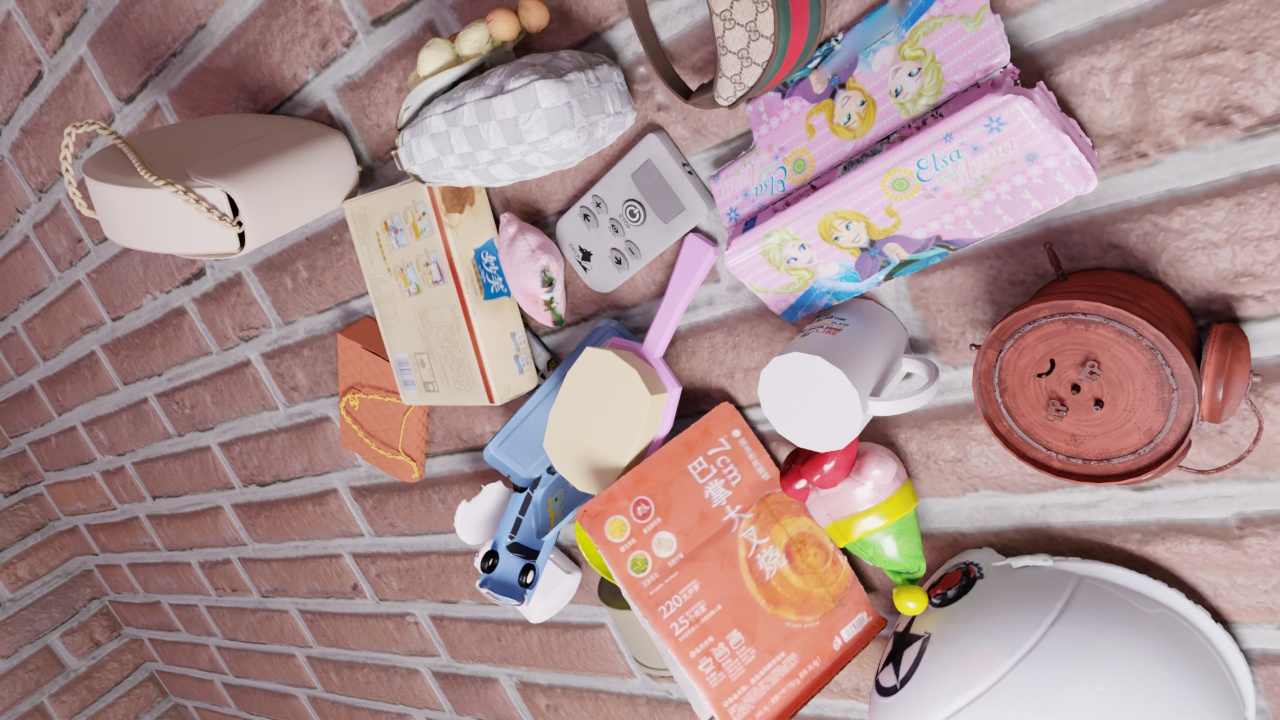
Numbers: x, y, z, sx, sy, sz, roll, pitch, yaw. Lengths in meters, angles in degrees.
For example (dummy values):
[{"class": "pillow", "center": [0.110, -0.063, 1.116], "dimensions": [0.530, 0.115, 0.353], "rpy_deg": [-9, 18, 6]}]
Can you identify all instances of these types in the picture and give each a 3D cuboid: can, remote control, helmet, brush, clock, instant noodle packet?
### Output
[{"class": "can", "center": [0.034, 0.210, 0.819], "dimensions": [0.128, 0.127, 0.073], "rpy_deg": [-10, 112, 42]}, {"class": "remote control", "center": [-0.011, -0.111, 0.725], "dimensions": [0.074, 0.019, 0.151], "rpy_deg": [54, 136, -3]}, {"class": "helmet", "center": [0.276, 0.267, 0.639], "dimensions": [0.236, 0.163, 0.265], "rpy_deg": [44, 135, 6]}, {"class": "brush", "center": [-0.004, 0.004, 0.725], "dimensions": [0.089, 0.043, 0.229], "rpy_deg": [37, 116, 26]}, {"class": "clock", "center": [0.278, 0.014, 0.536], "dimensions": [0.158, 0.072, 0.121], "rpy_deg": [36, 134, 16]}, {"class": "instant noodle packet", "center": [0.069, 0.165, 0.727], "dimensions": [0.221, 0.164, 0.084], "rpy_deg": [58, 160, -8]}]

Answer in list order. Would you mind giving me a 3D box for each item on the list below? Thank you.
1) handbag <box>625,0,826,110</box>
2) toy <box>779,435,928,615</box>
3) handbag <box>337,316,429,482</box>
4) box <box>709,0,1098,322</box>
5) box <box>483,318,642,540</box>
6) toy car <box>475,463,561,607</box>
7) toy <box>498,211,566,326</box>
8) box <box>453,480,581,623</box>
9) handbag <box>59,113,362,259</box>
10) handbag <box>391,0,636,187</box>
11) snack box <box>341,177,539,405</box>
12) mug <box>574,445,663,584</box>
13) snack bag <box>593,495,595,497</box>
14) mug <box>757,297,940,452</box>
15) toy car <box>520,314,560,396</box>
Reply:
[{"class": "handbag", "center": [0.037, -0.242, 0.577], "dimensions": [0.139, 0.063, 0.166], "rpy_deg": [-10, 108, 51]}, {"class": "toy", "center": [0.163, 0.119, 0.687], "dimensions": [0.131, 0.096, 0.124], "rpy_deg": [36, 147, -4]}, {"class": "handbag", "center": [-0.286, 0.053, 1.026], "dimensions": [0.109, 0.060, 0.172], "rpy_deg": [28, 131, 17]}, {"class": "box", "center": [0.137, -0.121, 0.570], "dimensions": [0.231, 0.066, 0.159], "rpy_deg": [-26, 99, 45]}, {"class": "box", "center": [-0.053, 0.065, 0.824], "dimensions": [0.210, 0.049, 0.120], "rpy_deg": [-46, 71, 32]}, {"class": "toy car", "center": [-0.109, 0.168, 0.908], "dimensions": [0.056, 0.153, 0.055], "rpy_deg": [15, 163, 21]}, {"class": "toy", "center": [-0.093, -0.081, 0.784], "dimensions": [0.093, 0.050, 0.102], "rpy_deg": [60, 166, 26]}, {"class": "box", "center": [-0.129, 0.201, 0.964], "dimensions": [0.136, 0.083, 0.144], "rpy_deg": [39, 161, 14]}, {"class": "handbag", "center": [-0.390, -0.175, 0.850], "dimensions": [0.209, 0.210, 0.103], "rpy_deg": [13, 124, 23]}, {"class": "handbag", "center": [-0.094, -0.195, 0.675], "dimensions": [0.172, 0.112, 0.123], "rpy_deg": [-1, 109, 40]}, {"class": "snack box", "center": [-0.186, -0.064, 0.846], "dimensions": [0.154, 0.055, 0.207], "rpy_deg": [-3, 106, 44]}, {"class": "mug", "center": [0.006, 0.136, 0.808], "dimensions": [0.083, 0.105, 0.083], "rpy_deg": [20, 128, 28]}, {"class": "snack bag", "center": [-0.028, 0.128, 0.885], "dimensions": [0.070, 0.016, 0.196], "rpy_deg": [-19, 105, 28]}, {"class": "mug", "center": [0.148, 0.011, 0.626], "dimensions": [0.105, 0.089, 0.073], "rpy_deg": [13, 124, 33]}, {"class": "toy car", "center": [-0.110, 0.000, 0.867], "dimensions": [0.105, 0.032, 0.048], "rpy_deg": [50, 137, 2]}]
